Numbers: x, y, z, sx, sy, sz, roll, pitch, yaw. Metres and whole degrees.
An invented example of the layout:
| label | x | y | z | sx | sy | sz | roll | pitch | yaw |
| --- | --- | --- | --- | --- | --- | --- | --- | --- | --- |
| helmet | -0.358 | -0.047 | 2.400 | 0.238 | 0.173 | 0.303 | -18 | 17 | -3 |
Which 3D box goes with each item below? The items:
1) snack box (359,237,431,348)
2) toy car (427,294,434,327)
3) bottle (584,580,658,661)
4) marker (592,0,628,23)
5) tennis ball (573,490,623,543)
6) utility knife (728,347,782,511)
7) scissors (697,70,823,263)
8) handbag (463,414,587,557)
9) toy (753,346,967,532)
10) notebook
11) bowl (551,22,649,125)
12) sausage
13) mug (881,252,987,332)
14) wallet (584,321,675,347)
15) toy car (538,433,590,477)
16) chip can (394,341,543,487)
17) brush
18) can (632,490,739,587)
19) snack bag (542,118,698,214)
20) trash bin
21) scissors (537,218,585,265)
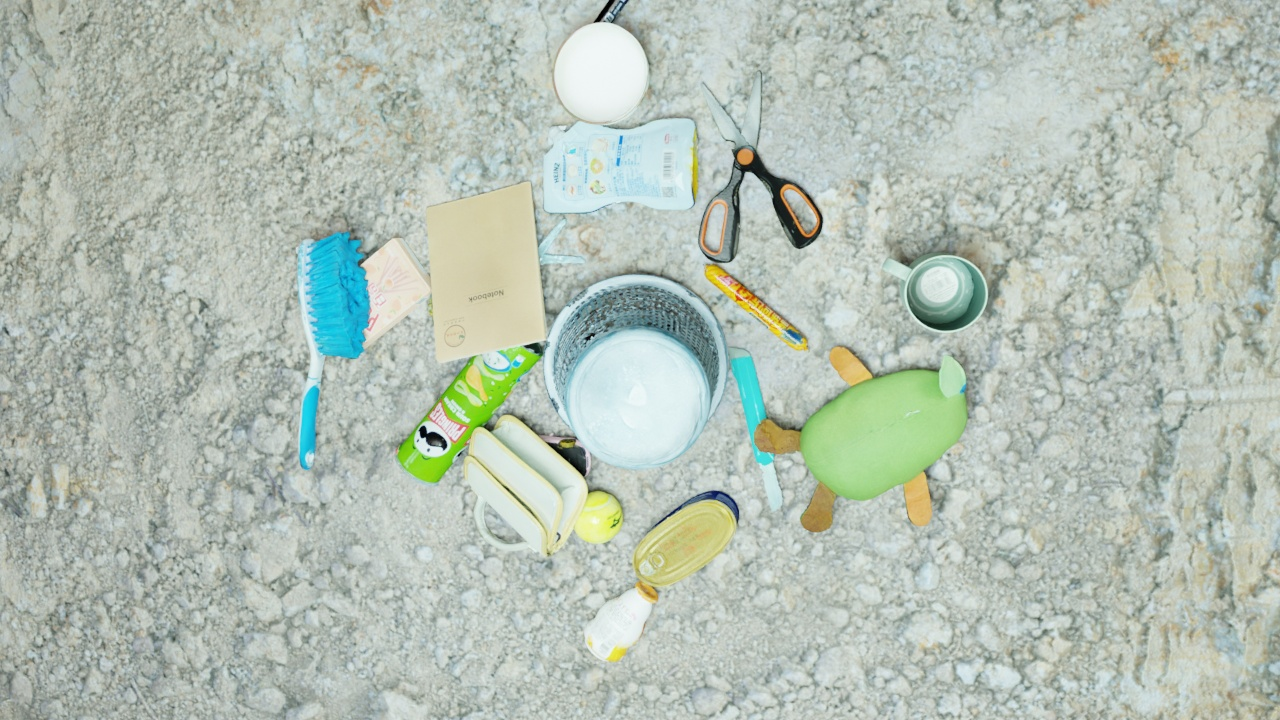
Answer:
| label | x | y | z | sx | sy | sz | roll | pitch | yaw |
| --- | --- | --- | --- | --- | --- | --- | --- | --- | --- |
| snack box | -0.349 | -0.081 | 1.201 | 0.157 | 0.026 | 0.084 | -36 | 90 | 15 |
| toy car | -0.241 | -0.047 | 1.177 | 0.043 | 0.036 | 0.091 | -10 | 95 | 13 |
| bottle | -0.022 | 0.331 | 1.171 | 0.063 | 0.063 | 0.108 | 39 | 105 | 4 |
| marker | -0.037 | -0.411 | 1.085 | 0.132 | 0.020 | 0.022 | -50 | 57 | 16 |
| tennis ball | -0.054 | 0.198 | 1.157 | 0.065 | 0.065 | 0.065 | 2 | 99 | 12 |
| utility knife | 0.143 | 0.083 | 1.122 | 0.029 | 0.013 | 0.209 | -13 | 93 | 14 |
| scissors | 0.133 | -0.216 | 1.078 | 0.222 | 0.021 | 0.221 | 28 | 98 | 5 |
| handbag | -0.161 | 0.180 | 1.157 | 0.163 | 0.063 | 0.179 | 38 | 124 | 25 |
| toy | 0.267 | 0.089 | 1.057 | 0.247 | 0.090 | 0.227 | -28 | 81 | 11 |
| notebook | -0.193 | -0.110 | 1.133 | 0.148 | 0.008 | 0.207 | -11 | 75 | 15 |
| bowl | -0.042 | -0.332 | 1.075 | 0.113 | 0.062 | 0.113 | 2 | 100 | 11 |
| sausage | 0.138 | -0.063 | 1.097 | 0.165 | 0.021 | 0.021 | 39 | 104 | 4 |
| mug | 0.318 | -0.083 | 1.009 | 0.112 | 0.106 | 0.082 | 27 | 104 | 7 |
| wallet | -0.007 | 0.007 | 1.142 | 0.122 | 0.020 | 0.096 | -10 | 101 | 13 |
| toy car | -0.119 | 0.122 | 1.176 | 0.122 | 0.037 | 0.056 | 4 | 102 | 24 |
| chip can | -0.219 | 0.054 | 1.169 | 0.072 | 0.072 | 0.236 | 42 | 104 | 4 |
| brush | -0.406 | -0.007 | 1.186 | 0.109 | 0.060 | 0.314 | 1 | 100 | 19 |
| can | 0.057 | 0.221 | 1.144 | 0.148 | 0.049 | 0.074 | -39 | 88 | 15 |
| snack bag | -0.027 | -0.233 | 1.101 | 0.191 | 0.038 | 0.110 | 1 | 104 | 14 |
| trash bin | -0.003 | 0.026 | 1.029 | 0.226 | 0.195 | 0.227 | 0 | 102 | -1 |
| scissors | -0.135 | -0.120 | 1.154 | 0.133 | 0.017 | 0.128 | 4 | 97 | 8 |
